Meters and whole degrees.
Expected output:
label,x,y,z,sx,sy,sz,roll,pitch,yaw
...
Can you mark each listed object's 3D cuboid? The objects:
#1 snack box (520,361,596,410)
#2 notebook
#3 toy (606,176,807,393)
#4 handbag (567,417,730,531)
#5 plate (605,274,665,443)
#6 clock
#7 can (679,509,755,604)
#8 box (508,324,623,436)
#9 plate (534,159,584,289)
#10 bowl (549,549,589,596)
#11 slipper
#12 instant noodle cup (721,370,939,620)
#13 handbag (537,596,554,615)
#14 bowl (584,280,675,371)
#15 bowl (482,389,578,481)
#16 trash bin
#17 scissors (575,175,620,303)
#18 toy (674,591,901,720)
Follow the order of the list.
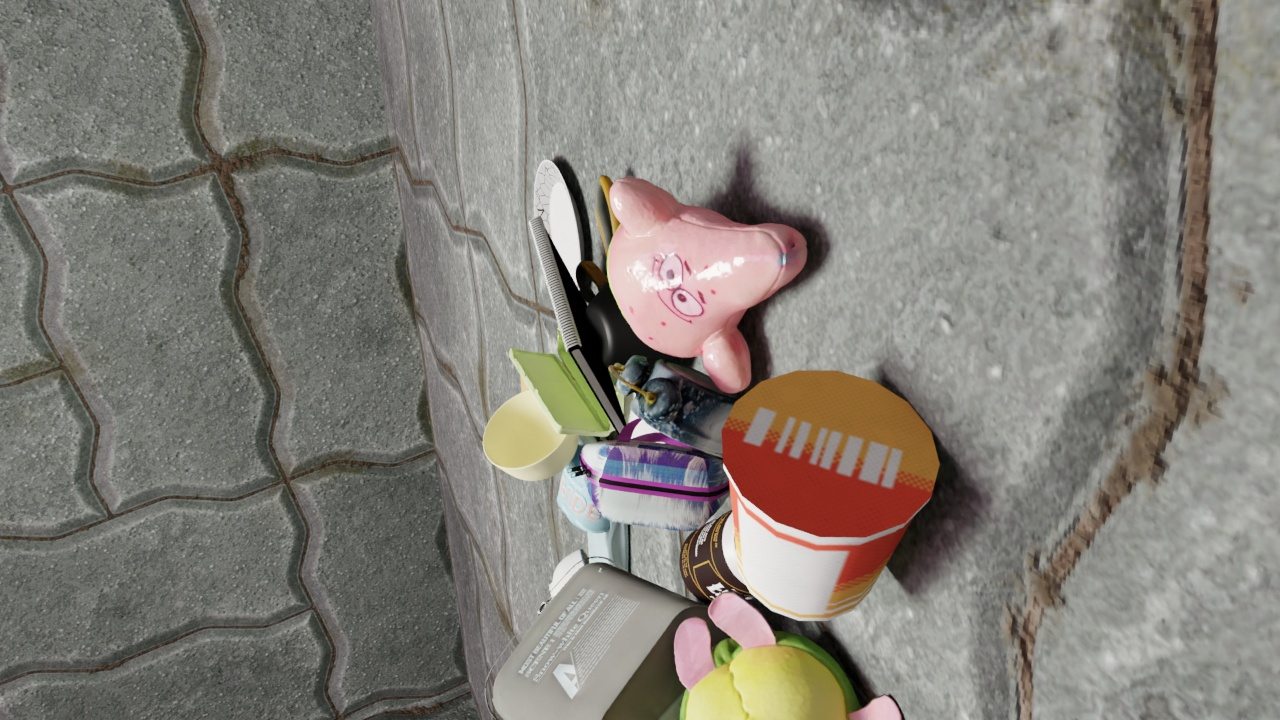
label,x,y,z,sx,sy,sz,roll,pitch,yaw
snack box,-0.105,0.067,1.194,0.040,0.088,0.126,-128,33,-53
notebook,-0.065,-0.038,0.963,0.149,0.016,0.206,63,-175,-47
toy,0.043,-0.063,0.707,0.192,0.096,0.237,59,155,-13
handbag,0.016,0.085,0.826,0.169,0.144,0.068,-71,-12,-76
plate,-0.006,0.006,0.992,0.209,0.015,0.208,168,90,-71
clock,0.029,0.034,0.759,0.052,0.129,0.090,-65,29,9
can,0.082,0.159,0.749,0.129,0.071,0.072,128,128,-65
box,-0.078,0.009,1.082,0.188,0.091,0.083,49,122,49
plate,-0.099,-0.158,1.160,0.189,0.016,0.188,168,90,-71
bowl,-0.086,0.325,1.272,0.113,0.063,0.113,154,92,-87
slipper,-0.063,0.193,1.169,0.104,0.074,0.246,-139,41,-59
instant noodle cup,0.111,0.093,0.579,0.121,0.123,0.123,88,160,-46
handbag,-0.067,0.355,1.154,0.125,0.153,0.114,105,144,-61
bowl,-0.020,-0.030,0.874,0.124,0.052,0.124,46,143,49
bowl,-0.122,0.102,1.116,0.118,0.118,0.074,58,178,46
trash bin,0.003,0.307,0.839,0.197,0.197,0.221,46,157,-12
scissors,-0.028,-0.074,0.959,0.225,0.016,0.225,177,80,-69
toy,0.104,0.289,0.679,0.238,0.190,0.087,60,-169,24
